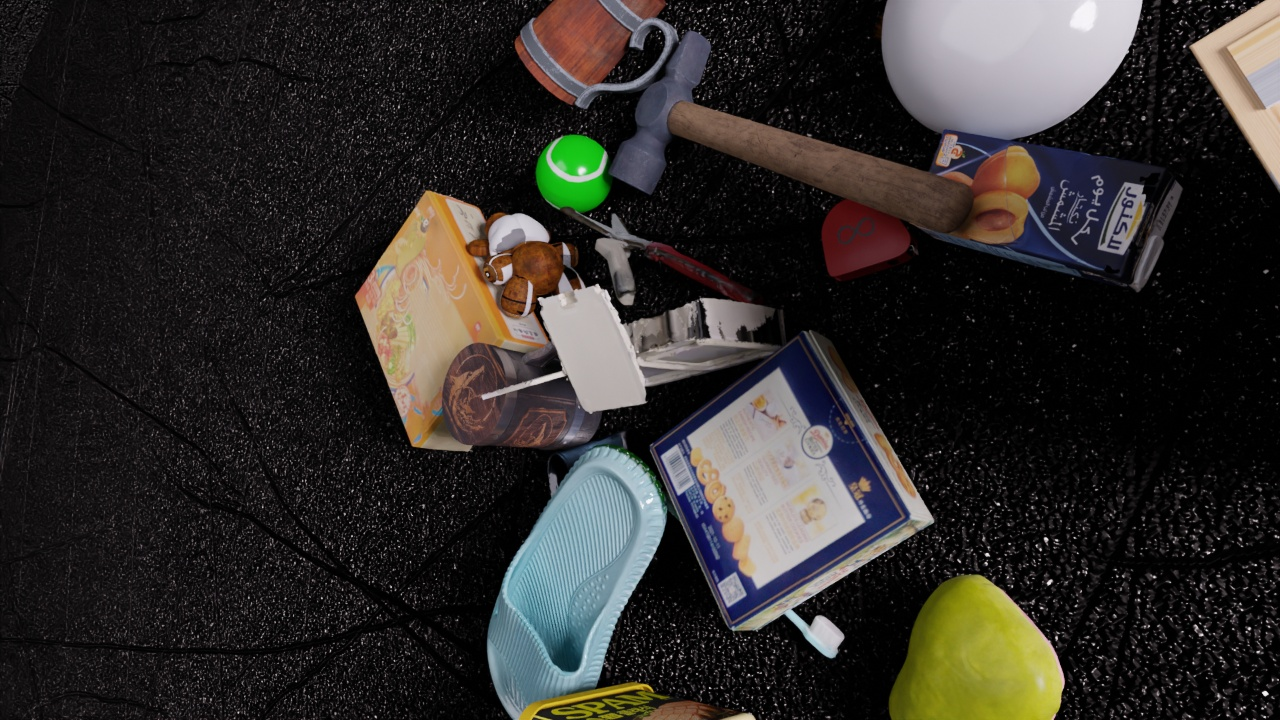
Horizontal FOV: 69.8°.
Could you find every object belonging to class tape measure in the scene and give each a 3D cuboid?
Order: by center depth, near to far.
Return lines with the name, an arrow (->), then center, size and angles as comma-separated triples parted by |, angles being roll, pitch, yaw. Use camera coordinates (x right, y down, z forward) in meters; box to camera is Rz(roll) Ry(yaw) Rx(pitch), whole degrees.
tape measure -> 0.151, -0.084, 0.607 | 0.059, 0.019, 0.051 | -16, 69, 32

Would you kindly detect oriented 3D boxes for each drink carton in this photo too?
drink carton -> 0.228, -0.088, 0.523 | 0.130, 0.040, 0.064 | 26, 100, 42

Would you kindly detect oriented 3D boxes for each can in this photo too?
can -> 0.000, 0.266, 0.604 | 0.105, 0.135, 0.075 | -4, 80, 39

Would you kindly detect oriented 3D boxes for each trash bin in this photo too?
trash bin -> 0.313, -0.046, 0.296 | 0.143, 0.246, 0.142 | -32, 62, 34

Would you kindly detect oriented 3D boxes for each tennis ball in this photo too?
tennis ball -> -0.056, -0.157, 0.777 | 0.065, 0.065, 0.065 | -9, 76, 41

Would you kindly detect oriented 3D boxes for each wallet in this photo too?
wallet -> -0.029, 0.119, 0.729 | 0.089, 0.026, 0.115 | -21, 71, 38

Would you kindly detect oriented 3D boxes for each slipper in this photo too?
slipper -> -0.065, 0.183, 0.692 | 0.116, 0.069, 0.277 | 41, 120, 28

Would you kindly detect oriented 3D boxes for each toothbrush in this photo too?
toothbrush -> 0.071, 0.142, 0.642 | 0.181, 0.016, 0.017 | 36, 109, 40

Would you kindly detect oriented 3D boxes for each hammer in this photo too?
hammer -> 0.094, -0.146, 0.631 | 0.322, 0.040, 0.129 | 36, 103, 49

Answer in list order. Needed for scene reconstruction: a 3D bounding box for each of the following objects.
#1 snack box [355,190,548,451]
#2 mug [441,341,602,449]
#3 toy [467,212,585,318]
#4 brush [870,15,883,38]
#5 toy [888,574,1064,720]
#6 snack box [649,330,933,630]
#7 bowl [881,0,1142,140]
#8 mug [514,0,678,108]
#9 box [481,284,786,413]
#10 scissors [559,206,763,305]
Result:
snack box -> -0.174, -0.034, 0.852 | 0.145, 0.080, 0.195 | -48, 54, 26
mug -> -0.084, 0.020, 0.742 | 0.116, 0.107, 0.080 | -50, 53, 24
toy -> -0.102, -0.091, 0.800 | 0.112, 0.087, 0.067 | 43, 139, 48
brush -> 0.207, -0.252, 0.586 | 0.127, 0.017, 0.048 | -52, 53, 23
toy -> 0.179, 0.179, 0.512 | 0.110, 0.051, 0.090 | -57, 48, 23
snack box -> 0.092, 0.079, 0.603 | 0.145, 0.042, 0.144 | -39, 57, 24
bowl -> 0.209, -0.208, 0.541 | 0.150, 0.043, 0.149 | 0, 90, 35
mug -> -0.031, -0.270, 0.775 | 0.111, 0.081, 0.117 | -40, 76, 26
box -> -0.004, 0.005, 0.624 | 0.144, 0.180, 0.080 | -17, 75, 45
scissors -> 0.002, -0.076, 0.688 | 0.199, 0.178, 0.015 | 22, 115, 16
